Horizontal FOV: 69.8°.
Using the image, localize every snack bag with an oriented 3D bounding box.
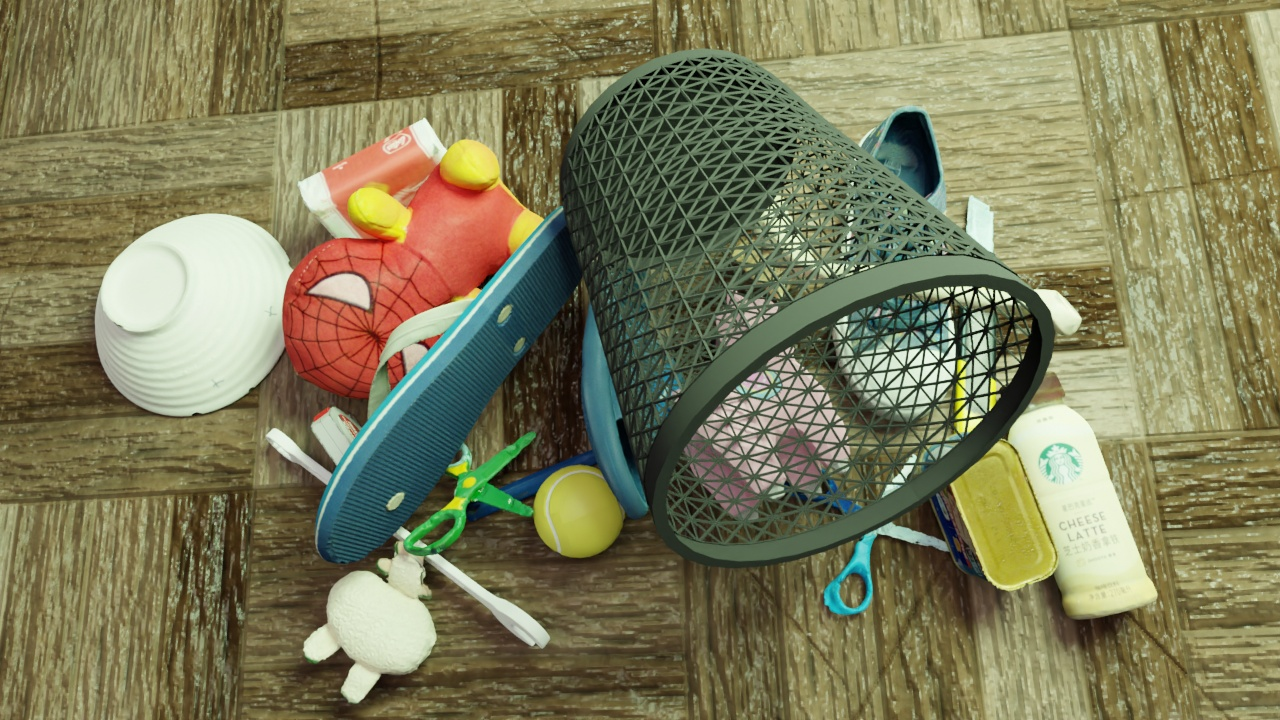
[{"bbox_3d":[-0.202,-0.136,0.730,0.116,0.077,0.036,-27,62,-1],"label":"snack bag"}]

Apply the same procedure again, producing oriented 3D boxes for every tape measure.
[{"bbox_3d":[-0.219,0.065,0.688,0.020,0.062,0.060,-37,78,-4],"label":"tape measure"}]

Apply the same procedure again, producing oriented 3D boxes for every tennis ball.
[{"bbox_3d":[-0.044,0.107,0.653,0.065,0.065,0.065,-2,75,6],"label":"tennis ball"}]

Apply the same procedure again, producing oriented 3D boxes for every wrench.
[{"bbox_3d":[-0.177,0.128,0.677,0.273,0.047,0.009,32,63,16],"label":"wrench"}]

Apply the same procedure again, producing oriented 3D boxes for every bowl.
[{"bbox_3d":[-0.374,-0.048,0.732,0.177,0.071,0.177,-2,75,7],"label":"bowl"}]

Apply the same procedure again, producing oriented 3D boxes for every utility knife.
[{"bbox_3d":[0.248,-0.029,0.678,0.029,0.020,0.202,4,75,6],"label":"utility knife"}]

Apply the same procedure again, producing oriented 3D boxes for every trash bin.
[{"bbox_3d":[0.066,-0.045,0.531,0.217,0.217,0.243,-26,52,0],"label":"trash bin"}]

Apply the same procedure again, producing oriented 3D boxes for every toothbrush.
[{"bbox_3d":[-0.045,0.075,0.686,0.190,0.017,0.016,-24,69,0],"label":"toothbrush"}]

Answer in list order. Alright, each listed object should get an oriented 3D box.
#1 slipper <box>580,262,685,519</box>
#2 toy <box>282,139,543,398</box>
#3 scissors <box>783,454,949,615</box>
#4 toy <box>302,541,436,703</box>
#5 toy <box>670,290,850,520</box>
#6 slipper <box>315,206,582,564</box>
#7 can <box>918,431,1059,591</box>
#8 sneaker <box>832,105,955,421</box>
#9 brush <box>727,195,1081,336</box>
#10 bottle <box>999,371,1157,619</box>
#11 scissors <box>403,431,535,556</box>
[{"bbox_3d":[-0.004,0.004,0.643,0.059,0.104,0.213,-9,59,15],"label":"slipper"},{"bbox_3d":[-0.173,-0.061,0.695,0.216,0.099,0.147,-40,107,-3],"label":"toy"},{"bbox_3d":[0.156,0.114,0.654,0.133,0.014,0.127,36,81,15],"label":"scissors"},{"bbox_3d":[-0.186,0.185,0.658,0.087,0.050,0.112,31,76,15],"label":"toy"},{"bbox_3d":[0.078,0.026,0.644,0.123,0.067,0.157,-13,65,-29],"label":"toy"},{"bbox_3d":[-0.135,0.004,0.626,0.060,0.118,0.294,34,78,14],"label":"slipper"},{"bbox_3d":[0.231,0.099,0.613,0.054,0.059,0.100,-21,87,0],"label":"can"},{"bbox_3d":[0.185,-0.075,0.666,0.087,0.079,0.235,1,75,7],"label":"sneaker"},{"bbox_3d":[0.159,-0.057,0.608,0.272,0.062,0.077,26,108,49],"label":"brush"},{"bbox_3d":[0.289,0.089,0.621,0.056,0.056,0.162,-15,74,3],"label":"bottle"},{"bbox_3d":[-0.126,0.091,0.668,0.125,0.011,0.131,-41,46,-22],"label":"scissors"}]
